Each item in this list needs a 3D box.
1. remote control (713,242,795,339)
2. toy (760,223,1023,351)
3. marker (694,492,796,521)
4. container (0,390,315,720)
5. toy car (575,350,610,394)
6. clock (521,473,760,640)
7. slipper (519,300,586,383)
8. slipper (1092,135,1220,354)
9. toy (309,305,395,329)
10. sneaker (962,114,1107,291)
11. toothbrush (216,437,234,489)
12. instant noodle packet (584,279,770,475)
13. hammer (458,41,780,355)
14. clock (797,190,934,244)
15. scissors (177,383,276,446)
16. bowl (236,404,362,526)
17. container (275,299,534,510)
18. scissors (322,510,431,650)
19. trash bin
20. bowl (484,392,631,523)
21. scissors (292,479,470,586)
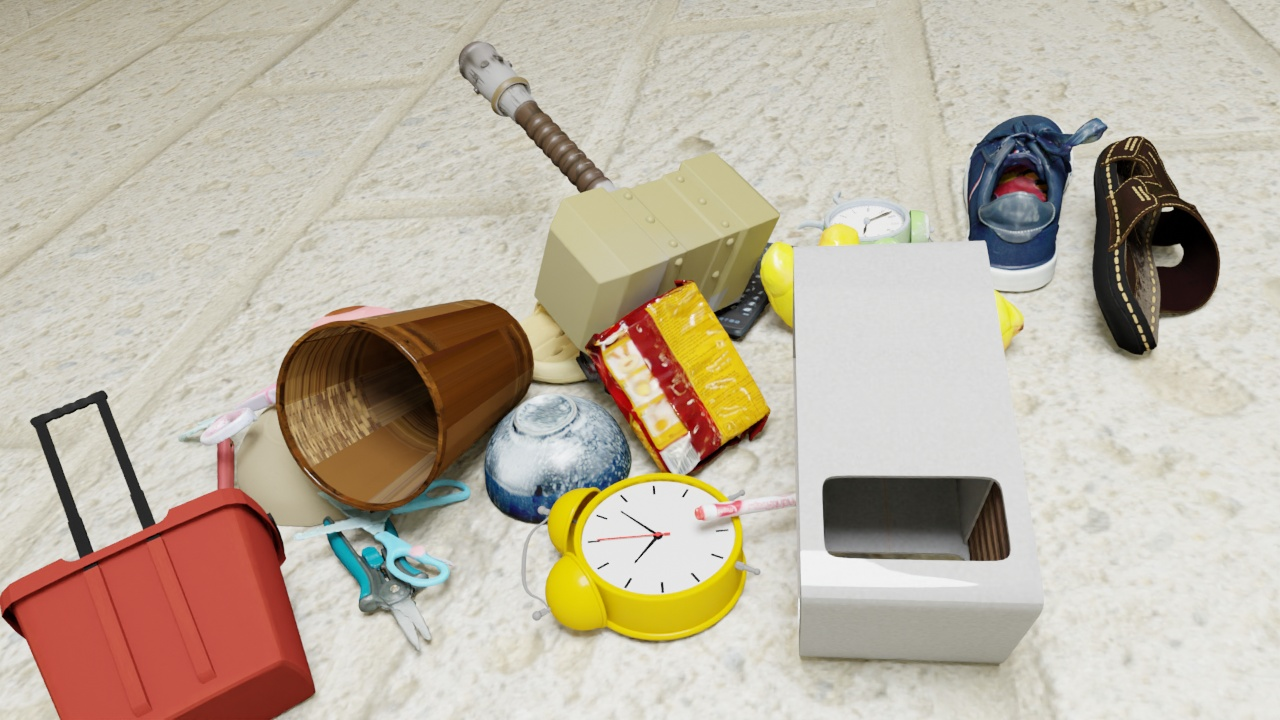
[{"bbox_3d":[0.105,-0.065,0.850,0.047,0.022,0.149,13,41,28],"label":"remote control"},{"bbox_3d":[0.193,-0.038,0.743,0.194,0.088,0.134,28,34,34],"label":"toy"},{"bbox_3d":[0.098,0.093,0.611,0.142,0.013,0.013,-3,32,-28],"label":"marker"},{"bbox_3d":[-0.297,0.134,0.563,0.148,0.127,0.200,-26,63,-19],"label":"container"},{"bbox_3d":[-0.005,0.004,0.751,0.092,0.037,0.040,5,29,-27],"label":"toy car"},{"bbox_3d":[-0.002,0.125,0.602,0.152,0.052,0.113,-5,37,0],"label":"clock"},{"bbox_3d":[-0.011,-0.071,0.839,0.260,0.079,0.111,-34,47,-29],"label":"slipper"},{"bbox_3d":[0.431,-0.107,0.765,0.076,0.113,0.267,-16,30,40],"label":"slipper"},{"bbox_3d":[-0.268,-0.013,0.839,0.090,0.051,0.109,-4,33,10],"label":"toy"},{"bbox_3d":[0.368,-0.193,0.873,0.121,0.127,0.293,6,38,22],"label":"sneaker"},{"bbox_3d":[-0.308,0.130,0.671,0.016,0.016,0.189,-20,47,-2],"label":"toothbrush"},{"bbox_3d":[0.030,0.018,0.680,0.098,0.135,0.040,-33,5,-15],"label":"instant noodle packet"},{"bbox_3d":[-0.057,-0.170,0.786,0.189,0.101,0.325,-25,62,-33],"label":"hammer"},{"bbox_3d":[0.222,-0.117,0.872,0.119,0.043,0.094,24,49,37],"label":"clock"},{"bbox_3d":[-0.348,0.053,0.747,0.179,0.016,0.102,-17,21,33],"label":"scissors"},{"bbox_3d":[-0.255,0.060,0.742,0.152,0.050,0.152,-6,37,5],"label":"bowl"},{"bbox_3d":[-0.162,0.019,0.687,0.132,0.132,0.167,5,16,19],"label":"container"},{"bbox_3d":[-0.186,0.147,0.639,0.142,0.019,0.127,8,35,12],"label":"scissors"},{"bbox_3d":[0.152,0.052,0.552,0.114,0.115,0.228,-1,58,9],"label":"trash bin"},{"bbox_3d":[-0.068,0.062,0.692,0.114,0.061,0.114,-7,38,5],"label":"bowl"},{"bbox_3d":[-0.172,0.114,0.663,0.135,0.015,0.133,27,34,24],"label":"scissors"}]
